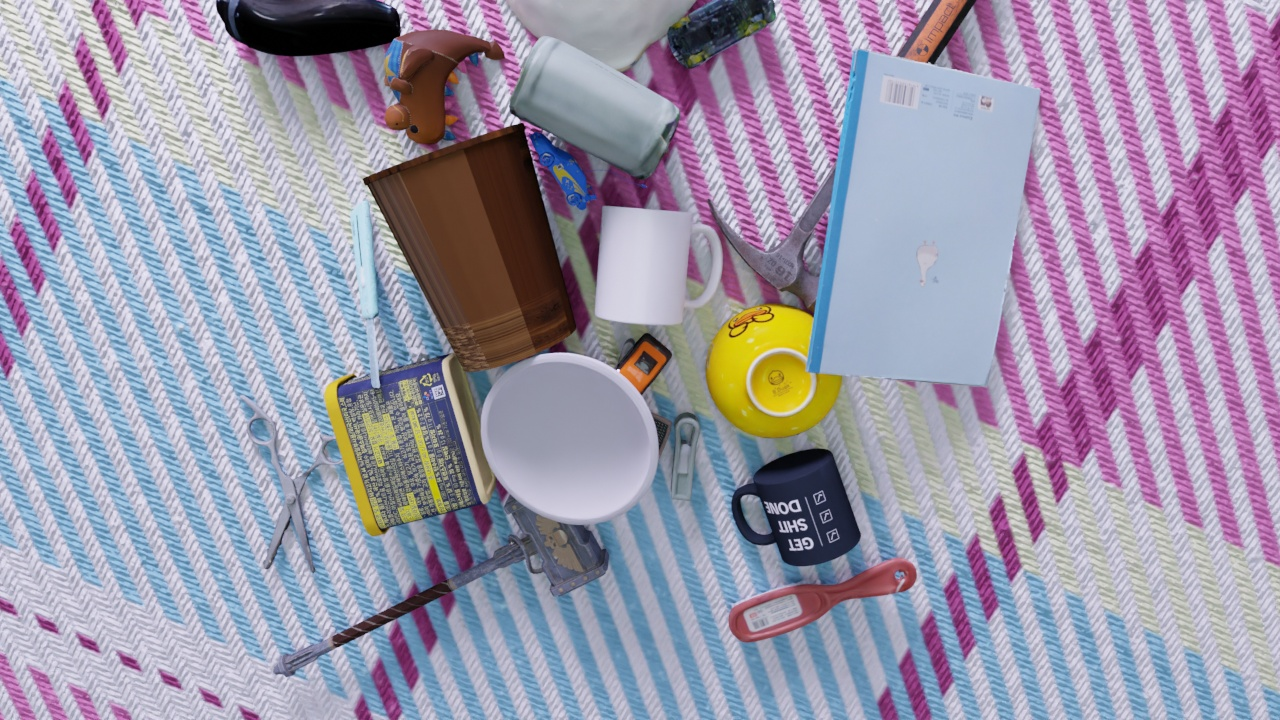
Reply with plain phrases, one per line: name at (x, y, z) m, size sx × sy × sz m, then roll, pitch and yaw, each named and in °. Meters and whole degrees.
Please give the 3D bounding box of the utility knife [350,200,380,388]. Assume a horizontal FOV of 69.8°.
utility knife at (-0.225, -0.055, 0.765) m, size 0.022 × 0.015 × 0.165 m, roll -20°, pitch 72°, yaw 32°

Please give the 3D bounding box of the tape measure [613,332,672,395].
tape measure at (-0.005, 0.005, 0.778) m, size 0.038 × 0.058 × 0.059 m, roll 39°, pitch 103°, yaw -4°

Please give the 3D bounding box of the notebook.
notebook at (0.230, -0.108, 0.744) m, size 0.181 × 0.009 × 0.253 m, roll 5°, pitch 98°, yaw -20°

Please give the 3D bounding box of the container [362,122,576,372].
container at (-0.127, -0.087, 0.737) m, size 0.132 × 0.132 × 0.167 m, roll -18°, pitch 104°, yaw 4°

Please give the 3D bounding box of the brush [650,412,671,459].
brush at (-0.042, 0.053, 0.809) m, size 0.135 × 0.015 × 0.050 m, roll 22°, pitch 99°, yaw -2°

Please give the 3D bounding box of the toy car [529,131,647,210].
toy car at (-0.043, -0.161, 0.755) m, size 0.062 × 0.033 × 0.092 m, roll -31°, pitch 128°, yaw 6°

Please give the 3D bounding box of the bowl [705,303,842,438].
bowl at (0.115, 0.013, 0.772) m, size 0.117 × 0.067 × 0.117 m, roll 0°, pitch 99°, yaw 1°

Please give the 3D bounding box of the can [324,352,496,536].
can at (-0.193, 0.069, 0.787) m, size 0.104 × 0.075 × 0.135 m, roll -14°, pitch 99°, yaw 1°

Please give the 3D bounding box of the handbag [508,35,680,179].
handbag at (-0.034, -0.196, 0.717) m, size 0.122 × 0.106 × 0.067 m, roll 26°, pitch 101°, yaw -9°

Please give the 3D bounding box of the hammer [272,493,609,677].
hammer at (-0.192, 0.212, 0.825) m, size 0.322 × 0.044 × 0.098 m, roll -27°, pitch 98°, yaw 6°

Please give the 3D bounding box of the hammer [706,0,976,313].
hammer at (0.181, -0.203, 0.752) m, size 0.138 × 0.035 × 0.314 m, roll 32°, pitch 98°, yaw -4°

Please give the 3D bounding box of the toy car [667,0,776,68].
toy car at (0.066, -0.272, 0.745) m, size 0.090 × 0.027 × 0.039 m, roll -27°, pitch 95°, yaw 6°

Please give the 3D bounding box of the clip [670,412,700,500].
clip at (0.039, 0.084, 0.807) m, size 0.023 × 0.042 × 0.076 m, roll 5°, pitch 100°, yaw -1°

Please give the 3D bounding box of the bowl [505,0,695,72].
bowl at (-0.034, -0.341, 0.720) m, size 0.188 × 0.060 × 0.219 m, roll 2°, pitch 101°, yaw 2°

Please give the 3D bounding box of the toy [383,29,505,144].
toy at (-0.161, -0.225, 0.757) m, size 0.103 × 0.070 × 0.090 m, roll -9°, pitch 114°, yaw -20°

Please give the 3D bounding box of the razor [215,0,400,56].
razor at (-0.266, -0.280, 0.745) m, size 0.140 × 0.053 × 0.063 m, roll -1°, pitch 67°, yaw -5°

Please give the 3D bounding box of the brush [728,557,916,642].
brush at (0.161, 0.210, 0.823) m, size 0.172 × 0.030 × 0.041 m, roll -19°, pitch 98°, yaw 6°

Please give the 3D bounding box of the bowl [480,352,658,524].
bowl at (-0.053, 0.058, 0.750) m, size 0.150 × 0.043 × 0.150 m, roll 5°, pitch 111°, yaw 14°

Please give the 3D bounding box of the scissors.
scissors at (-0.325, 0.111, 0.828) m, size 0.158 × 0.014 × 0.141 m, roll 42°, pitch 95°, yaw -5°

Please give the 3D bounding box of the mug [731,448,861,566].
mug at (0.129, 0.129, 0.797) m, size 0.105 × 0.071 × 0.077 m, roll -16°, pitch 100°, yaw 31°

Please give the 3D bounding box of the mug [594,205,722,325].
mug at (0.019, -0.079, 0.764) m, size 0.110 × 0.074 × 0.090 m, roll 0°, pitch 101°, yaw -25°
